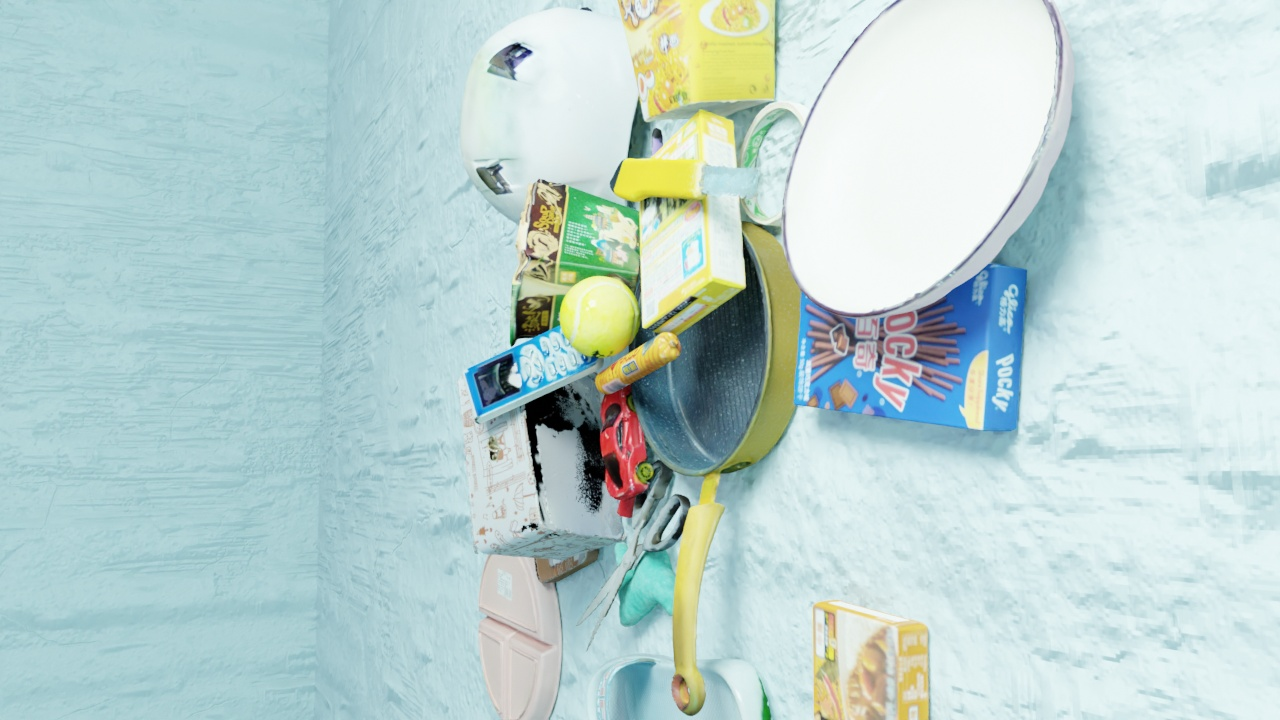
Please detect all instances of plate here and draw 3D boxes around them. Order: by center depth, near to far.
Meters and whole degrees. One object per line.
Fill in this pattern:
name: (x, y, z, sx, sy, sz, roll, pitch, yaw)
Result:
plate: (0.150, -0.110, 0.490, 0.193, 0.039, 0.192, -40, 42, 47)
plate: (-0.147, 0.312, 1.063, 0.230, 0.028, 0.229, -10, 79, 62)

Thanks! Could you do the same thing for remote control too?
remote control: (-0.092, 0.009, 0.782, 0.024, 0.125, 0.049, 46, -158, -64)

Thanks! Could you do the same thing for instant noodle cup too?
instant noodle cup: (0.043, -0.244, 0.668, 0.116, 0.115, 0.124, 7, 105, 62)

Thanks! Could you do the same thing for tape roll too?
tape roll: (0.097, -0.138, 0.647, 0.086, 0.013, 0.085, -10, 78, 62)

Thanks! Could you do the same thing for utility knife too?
utility knife: (0.026, -0.121, 0.625, 0.223, 0.015, 0.033, 27, 102, 64)

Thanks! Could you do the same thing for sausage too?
sausage: (-0.004, 0.004, 0.707, 0.165, 0.021, 0.021, 149, 119, -65)

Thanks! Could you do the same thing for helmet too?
helmet: (-0.101, -0.231, 0.890, 0.258, 0.145, 0.229, 41, 123, 57)

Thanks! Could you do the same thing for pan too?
pan: (0.044, 0.063, 0.664, 0.198, 0.078, 0.357, -32, 60, 58)

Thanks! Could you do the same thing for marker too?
marker: (0.000, 0.071, 0.813, 0.017, 0.017, 0.145, 38, 121, 57)

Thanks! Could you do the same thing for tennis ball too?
tennis ball: (-0.032, -0.035, 0.733, 0.066, 0.065, 0.065, -9, 80, 62)

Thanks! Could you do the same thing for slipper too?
slipper: (0.014, 0.280, 0.710, 0.246, 0.074, 0.104, -34, 59, 55)

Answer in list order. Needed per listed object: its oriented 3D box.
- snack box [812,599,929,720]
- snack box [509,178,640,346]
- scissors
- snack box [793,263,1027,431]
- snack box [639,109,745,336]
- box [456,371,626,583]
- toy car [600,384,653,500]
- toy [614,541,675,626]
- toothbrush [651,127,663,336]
snack box: (0.133, 0.224, 0.537, 0.075, 0.026, 0.153, -7, 82, 63)
snack box: (-0.054, -0.080, 0.804, 0.118, 0.105, 0.118, 103, 174, -51)
scissors: (-0.008, 0.165, 0.769, 0.165, 0.014, 0.163, -26, 47, 55)
snack box: (0.147, -0.009, 0.528, 0.157, 0.026, 0.084, 5, 92, 62)
snack box: (0.034, -0.097, 0.656, 0.087, 0.033, 0.140, -35, 52, 51)
box: (-0.088, 0.109, 0.900, 0.270, 0.136, 0.179, 79, 180, -68)
toy car: (-0.016, 0.067, 0.794, 0.049, 0.031, 0.106, -31, 59, 55)
toy: (0.000, 0.191, 0.790, 0.092, 0.030, 0.096, -55, 39, 41)
toothbrush: (0.014, -0.100, 0.716, 0.017, 0.014, 0.188, 127, 145, -64)
